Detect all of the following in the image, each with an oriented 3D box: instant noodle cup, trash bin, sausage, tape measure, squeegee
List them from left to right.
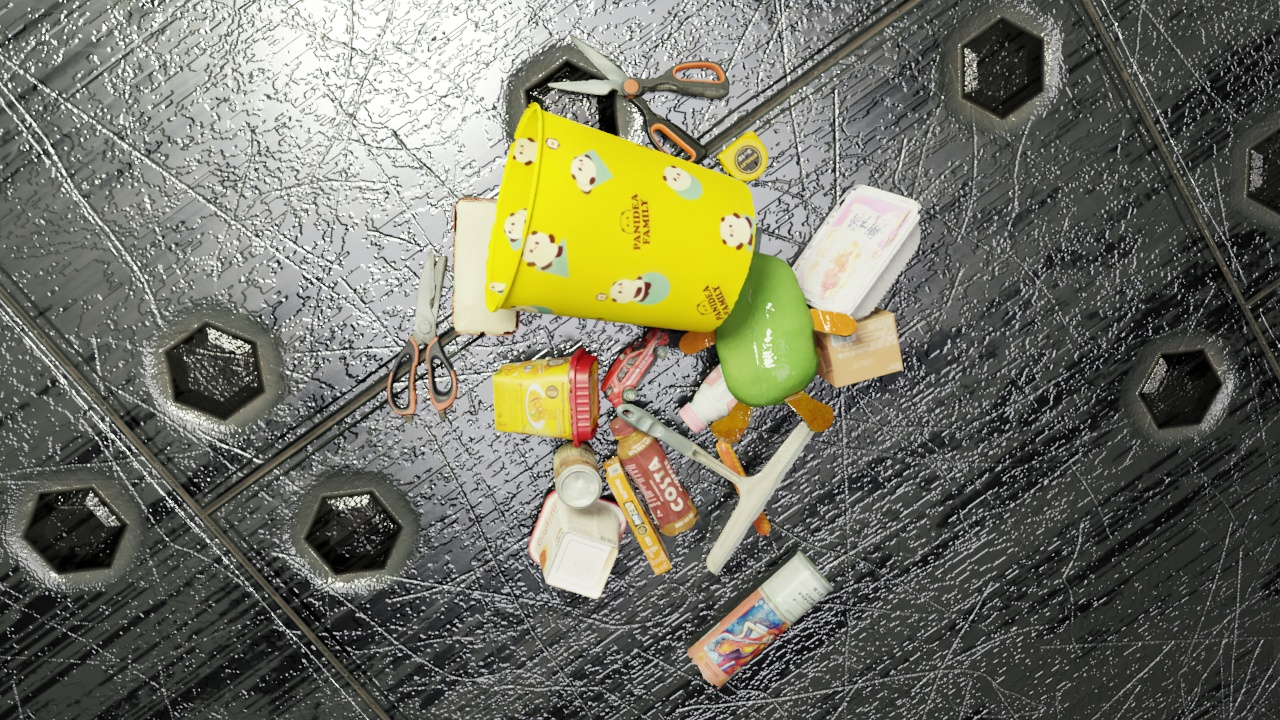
[{"bbox_3d":[-0.120,0.047,1.174,0.124,0.116,0.116,0,102,5],"label":"instant noodle cup"},{"bbox_3d":[-0.081,0.244,1.206,0.116,0.124,0.116,20,98,-10],"label":"instant noodle cup"},{"bbox_3d":[-0.025,-0.144,1.035,0.255,0.229,0.230,10,100,-18],"label":"trash bin"},{"bbox_3d":[0.068,0.121,1.204,0.246,0.039,0.246,32,94,-16],"label":"squeegee"},{"bbox_3d":[0.143,0.176,1.270,0.021,0.021,0.165,-27,104,-1],"label":"sausage"},{"bbox_3d":[0.133,-0.258,1.177,0.060,0.029,0.057,-38,102,2],"label":"tape measure"},{"bbox_3d":[0.279,-0.130,1.175,0.060,0.138,0.173,35,92,-35],"label":"instant noodle cup"}]

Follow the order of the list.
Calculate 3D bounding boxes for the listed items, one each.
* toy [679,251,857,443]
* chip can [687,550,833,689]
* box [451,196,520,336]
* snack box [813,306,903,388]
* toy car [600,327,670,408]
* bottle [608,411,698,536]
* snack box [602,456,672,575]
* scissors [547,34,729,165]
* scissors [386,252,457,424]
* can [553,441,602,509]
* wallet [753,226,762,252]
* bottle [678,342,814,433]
[{"bbox_3d":[0.154,-0.024,1.136,0.227,0.090,0.246,-7,81,18],"label":"toy"},{"bbox_3d":[0.167,0.364,1.287,0.215,0.071,0.071,-42,103,4],"label":"chip can"},{"bbox_3d":[-0.193,-0.117,1.142,0.091,0.079,0.168,1,101,-8],"label":"box"},{"bbox_3d":[0.280,-0.021,1.209,0.092,0.094,0.077,-15,103,-4],"label":"snack box"},{"bbox_3d":[-0.007,0.007,1.202,0.045,0.053,0.120,37,94,-15],"label":"toy car"},{"bbox_3d":[0.015,0.151,1.232,0.057,0.057,0.175,-29,103,0],"label":"bottle"},{"bbox_3d":[-0.005,0.208,1.232,0.026,0.075,0.154,-27,103,0],"label":"snack box"},{"bbox_3d":[0.010,-0.332,1.140,0.224,0.022,0.221,-30,86,-12],"label":"scissors"},{"bbox_3d":[-0.266,-0.026,1.186,0.206,0.015,0.194,-41,102,3],"label":"scissors"},{"bbox_3d":[-0.083,0.146,1.190,0.058,0.116,0.058,-2,102,-7],"label":"can"},{"bbox_3d":[0.097,-0.130,1.182,0.120,0.019,0.097,3,100,-20],"label":"wallet"},{"bbox_3d":[0.137,0.020,1.218,0.197,0.068,0.068,-41,103,7],"label":"bottle"}]
